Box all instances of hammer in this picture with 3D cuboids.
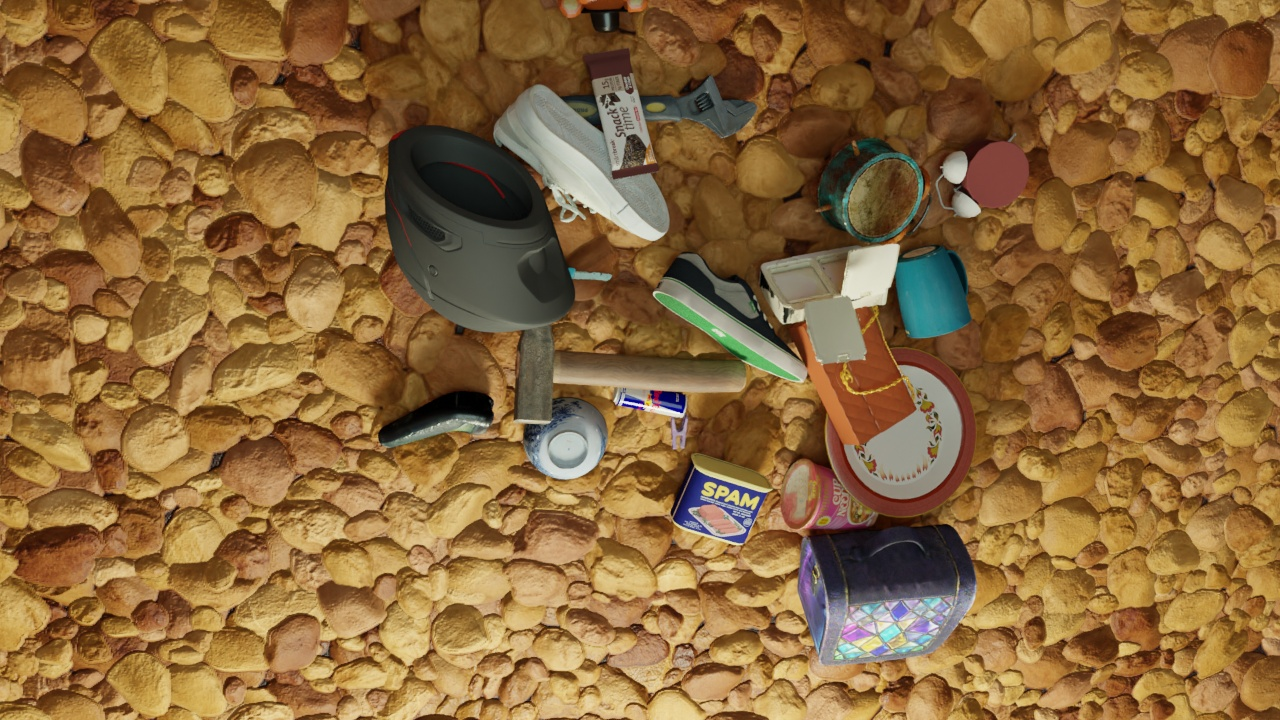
[{"bbox_3d":[-0.007,0.007,1.164,0.300,0.037,0.158,4,83,-15],"label":"hammer"}]

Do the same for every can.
[{"bbox_3d":[0.012,0.051,1.201,0.095,0.032,0.032,12,105,-12],"label":"can"},{"bbox_3d":[0.107,0.190,1.246,0.116,0.056,0.092,18,105,-14],"label":"can"}]

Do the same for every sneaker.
[{"bbox_3d":[0.131,-0.055,1.166,0.235,0.084,0.079,34,78,-19],"label":"sneaker"},{"bbox_3d":[-0.070,-0.219,1.087,0.091,0.089,0.242,-26,130,38],"label":"sneaker"}]

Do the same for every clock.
[{"bbox_3d":[0.436,-0.235,1.170,0.124,0.044,0.087,-23,109,-1],"label":"clock"},{"bbox_3d":[0.297,-0.207,1.146,0.157,0.073,0.121,17,109,-29],"label":"clock"}]

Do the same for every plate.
[{"bbox_3d":[0.352,0.096,1.247,0.229,0.021,0.229,1,87,-15],"label":"plate"}]

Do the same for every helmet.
[{"bbox_3d":[-0.188,-0.128,1.041,0.265,0.163,0.170,38,134,11],"label":"helmet"}]

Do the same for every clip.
[{"bbox_3d":[0.053,0.096,1.232,0.035,0.013,0.052,-5,110,-6],"label":"clip"}]

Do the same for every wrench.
[{"bbox_3d":[0.005,-0.300,1.097,0.273,0.022,0.073,-4,102,-8],"label":"wrench"}]

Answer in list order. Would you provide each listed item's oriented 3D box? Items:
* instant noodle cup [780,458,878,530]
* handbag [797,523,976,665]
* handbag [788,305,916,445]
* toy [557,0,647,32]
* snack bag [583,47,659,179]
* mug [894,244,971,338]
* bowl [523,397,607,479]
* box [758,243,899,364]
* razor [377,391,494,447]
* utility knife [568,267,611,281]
[{"bbox_3d":[0.263,0.191,1.255,0.108,0.097,0.098,13,105,-20],"label":"instant noodle cup"},{"bbox_3d":[0.323,0.303,1.243,0.204,0.125,0.222,-3,132,-8],"label":"handbag"},{"bbox_3d":[0.283,0.009,1.190,0.108,0.060,0.172,-28,95,-17],"label":"handbag"},{"bbox_3d":[-0.046,-0.455,1.012,0.112,0.096,0.176,-10,119,-6],"label":"toy"},{"bbox_3d":[-0.023,-0.288,1.066,0.057,0.013,0.158,-12,80,-7],"label":"snack bag"},{"bbox_3d":[0.384,-0.098,1.194,0.112,0.085,0.104,-28,105,-29],"label":"mug"},{"bbox_3d":[-0.096,0.109,1.196,0.114,0.045,0.114,-2,107,-8],"label":"bowl"},{"bbox_3d":[0.239,-0.093,1.092,0.143,0.192,0.107,-13,134,-9],"label":"box"},{"bbox_3d":[-0.257,0.083,1.166,0.151,0.053,0.067,-20,126,4],"label":"razor"},{"bbox_3d":[-0.111,-0.111,1.144,0.151,0.015,0.022,1,81,-11],"label":"utility knife"}]
